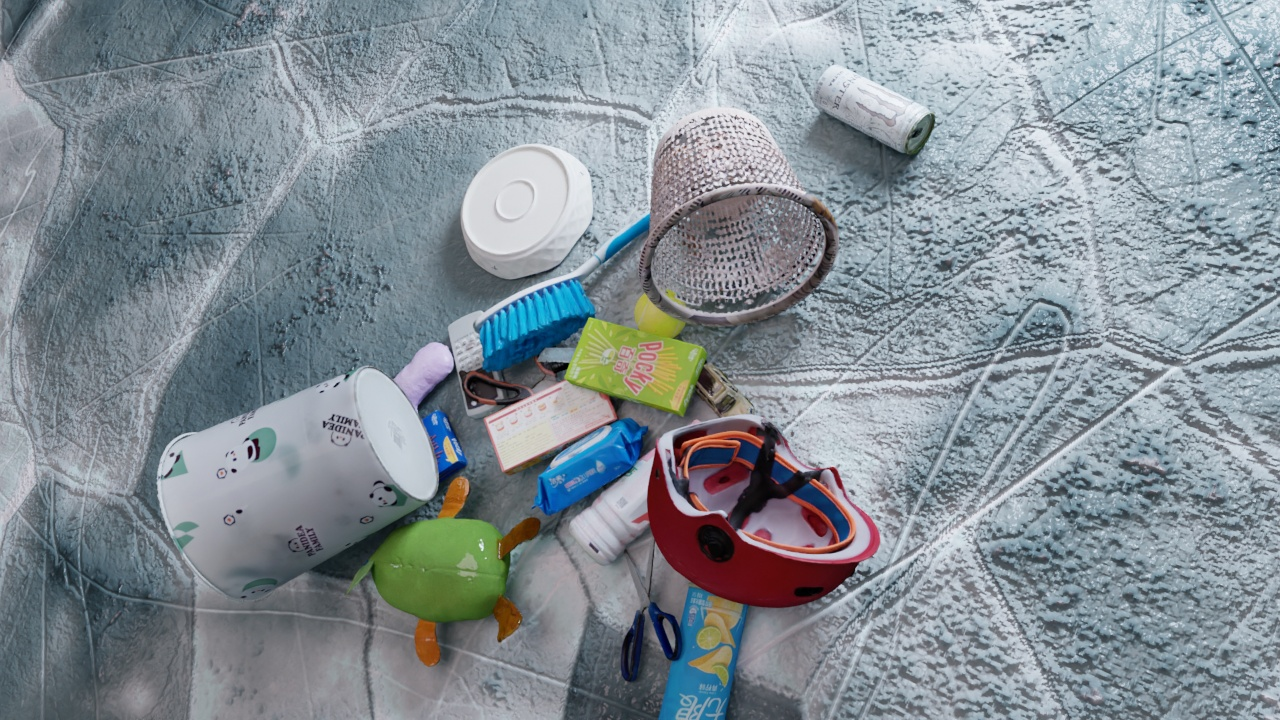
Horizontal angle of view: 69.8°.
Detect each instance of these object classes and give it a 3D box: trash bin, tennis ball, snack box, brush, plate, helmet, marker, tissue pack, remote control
[{"bbox_3d":[0.099,-0.182,1.081,0.228,0.227,0.191,-20,52,15],"label":"trash bin"},{"bbox_3d":[0.025,-0.057,1.133,0.066,0.065,0.065,-8,68,20],"label":"tennis ball"},{"bbox_3d":[-0.404,0.140,1.126,0.252,0.229,0.229,-26,63,6],"label":"trash bin"},{"bbox_3d":[-0.007,0.006,1.101,0.156,0.026,0.085,16,75,24],"label":"snack box"},{"bbox_3d":[-0.079,-0.098,1.186,0.314,0.060,0.109,-26,59,1],"label":"brush"},{"bbox_3d":[-0.312,0.143,1.220,0.157,0.026,0.084,-34,61,8],"label":"snack box"},{"bbox_3d":[-0.110,0.075,1.137,0.156,0.027,0.077,-25,68,3],"label":"snack box"},{"bbox_3d":[-0.165,-0.216,1.285,0.205,0.045,0.204,-8,67,20],"label":"plate"},{"bbox_3d":[0.113,0.174,0.947,0.240,0.206,0.144,38,123,31],"label":"helmet"},{"bbox_3d":[-0.052,-0.013,1.165,0.131,0.018,0.022,-20,60,4],"label":"marker"},{"bbox_3d":[-0.063,0.122,1.083,0.157,0.095,0.052,-32,94,8],"label":"tissue pack"},{"bbox_3d":[-0.221,0.005,1.238,0.058,0.021,0.150,-25,63,12],"label":"remote control"}]

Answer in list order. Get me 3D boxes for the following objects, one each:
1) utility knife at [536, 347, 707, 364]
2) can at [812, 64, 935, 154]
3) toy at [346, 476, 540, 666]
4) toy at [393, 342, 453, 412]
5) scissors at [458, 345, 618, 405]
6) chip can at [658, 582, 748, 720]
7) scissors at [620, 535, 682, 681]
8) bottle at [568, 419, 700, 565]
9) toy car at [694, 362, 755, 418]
[{"bbox_3d":[-0.024,-0.003,1.140,0.219,0.015,0.033,1,78,12],"label":"utility knife"},{"bbox_3d":[0.284,-0.308,1.125,0.147,0.058,0.058,39,88,30],"label":"can"},{"bbox_3d":[-0.232,0.253,1.111,0.247,0.090,0.226,0,70,26],"label":"toy"},{"bbox_3d":[-0.298,0.023,1.253,0.108,0.039,0.084,-47,60,-2],"label":"toy"},{"bbox_3d":[-0.133,0.029,1.183,0.189,0.015,0.225,-24,63,1],"label":"scissors"},{"bbox_3d":[0.060,0.345,0.963,0.071,0.071,0.210,7,74,25],"label":"chip can"},{"bbox_3d":[0.006,0.277,1.014,0.176,0.012,0.162,39,114,60],"label":"scissors"},{"bbox_3d":[0.008,0.149,1.064,0.197,0.068,0.068,-43,61,-1],"label":"bottle"},{"bbox_3d":[0.096,0.043,1.084,0.042,0.035,0.090,-43,63,4],"label":"toy car"}]
